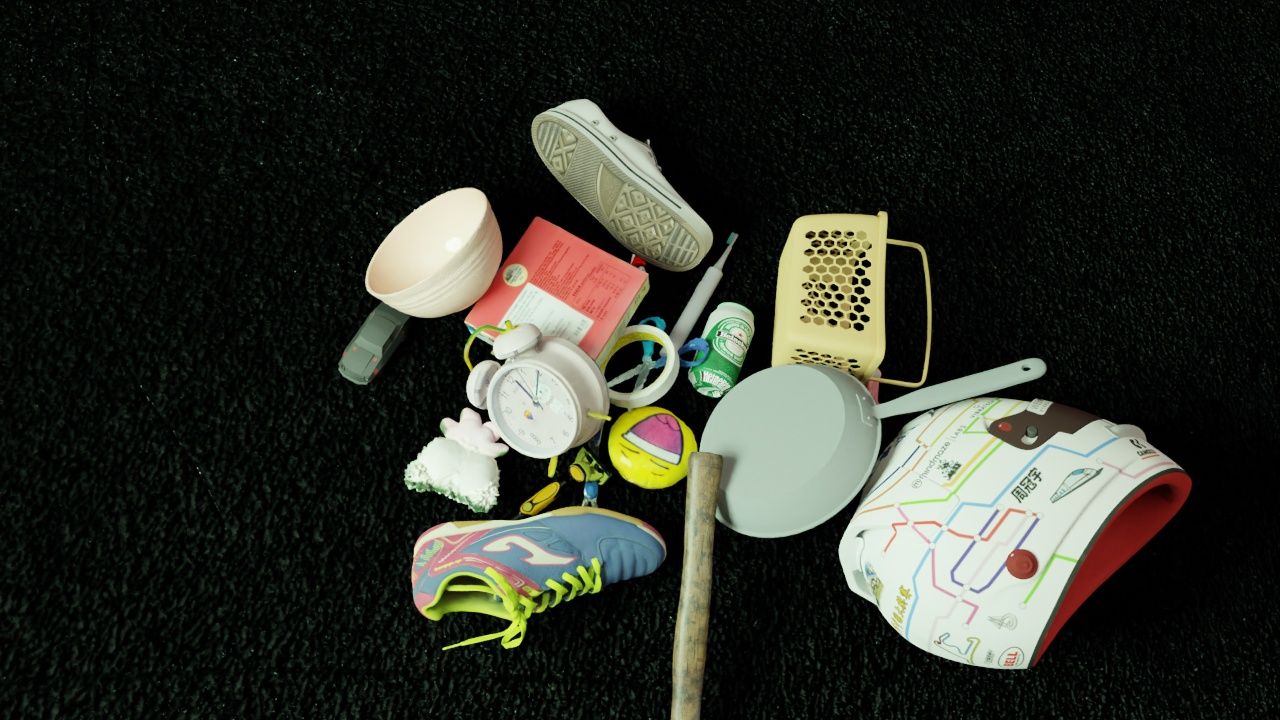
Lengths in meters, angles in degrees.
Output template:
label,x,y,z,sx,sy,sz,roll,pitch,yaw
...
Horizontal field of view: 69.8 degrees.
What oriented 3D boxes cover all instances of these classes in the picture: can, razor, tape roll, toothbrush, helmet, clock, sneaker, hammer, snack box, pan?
label,x,y,z,sx,sy,sz,roll,pitch,yaw
can,0.090,-0.011,1.014,0.053,0.053,0.101,24,66,-3
razor,-0.098,0.141,0.916,0.144,0.021,0.044,-36,62,-13
tape roll,-0.006,0.006,0.977,0.094,0.019,0.093,-10,56,15
toothbrush,0.072,-0.077,1.055,0.019,0.018,0.187,31,65,-2
helmet,0.351,0.150,0.914,0.313,0.231,0.236,-35,51,-21
clock,-0.108,0.027,0.908,0.158,0.117,0.058,44,32,2
sneaker,-0.008,-0.209,1.060,0.245,0.091,0.096,41,50,6
razor,-0.052,0.120,0.946,0.044,0.018,0.140,7,67,-10
hammer,0.041,0.251,0.869,0.120,0.033,0.330,7,81,-11
sneaker,-0.091,0.206,0.864,0.241,0.116,0.091,-2,41,-10
snack box,-0.087,-0.060,0.971,0.145,0.040,0.142,29,75,11
pan,0.209,0.055,0.900,0.357,0.051,0.200,-23,45,22

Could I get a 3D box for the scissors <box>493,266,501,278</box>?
label,x,y,z,sx,sy,sz,roll,pitch,yaw
scissors,-0.111,-0.058,1.008,0.130,0.014,0.125,-30,78,-17

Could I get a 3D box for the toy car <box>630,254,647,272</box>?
label,x,y,z,sx,sy,sz,roll,pitch,yaw
toy car,-0.017,-0.072,1.020,0.025,0.038,0.089,25,65,0

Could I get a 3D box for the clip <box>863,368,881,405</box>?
label,x,y,z,sx,sy,sz,roll,pitch,yaw
clip,0.261,0.036,1.058,0.023,0.045,0.060,6,100,-9

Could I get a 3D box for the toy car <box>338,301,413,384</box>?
label,x,y,z,sx,sy,sz,roll,pitch,yaw
toy car,-0.272,-0.019,0.939,0.042,0.036,0.091,29,65,-1

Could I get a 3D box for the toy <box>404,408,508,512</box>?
label,x,y,z,sx,sy,sz,roll,pitch,yaw
toy,-0.175,0.098,0.915,0.095,0.041,0.108,24,51,-3

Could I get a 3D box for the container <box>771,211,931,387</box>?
label,x,y,z,sx,sy,sz,roll,pitch,yaw
container,0.241,-0.060,1.027,0.167,0.129,0.183,8,65,0

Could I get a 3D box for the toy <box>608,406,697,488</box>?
label,x,y,z,sx,sy,sz,roll,pitch,yaw
toy,0.012,0.091,0.961,0.095,0.041,0.094,28,60,6

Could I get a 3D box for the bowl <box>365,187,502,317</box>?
label,x,y,z,sx,sy,sz,roll,pitch,yaw
bowl,-0.200,-0.099,0.948,0.076,0.153,0.152,51,57,-38

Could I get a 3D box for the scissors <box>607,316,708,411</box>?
label,x,y,z,sx,sy,sz,roll,pitch,yaw
scissors,0.017,0.004,0.988,0.119,0.014,0.129,8,55,26
